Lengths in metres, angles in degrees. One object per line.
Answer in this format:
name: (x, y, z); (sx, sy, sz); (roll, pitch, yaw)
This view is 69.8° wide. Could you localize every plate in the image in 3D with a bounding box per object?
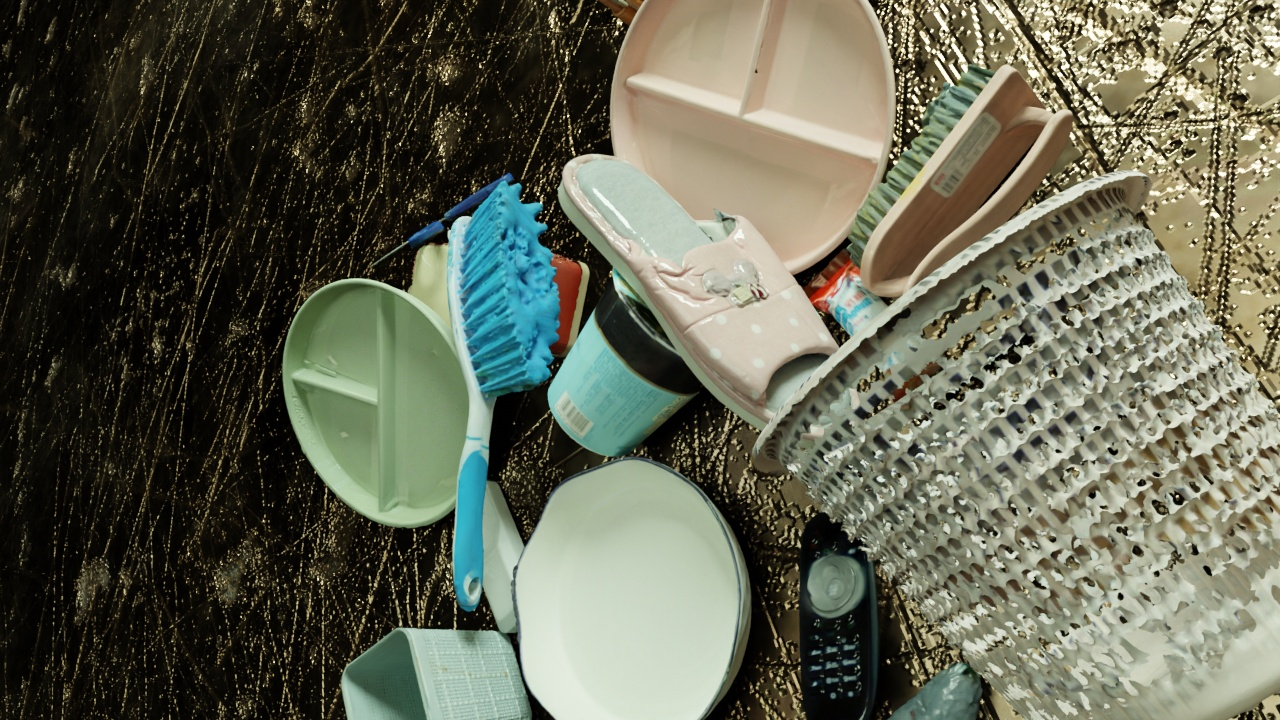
plate: (-0.006, 0.172, 0.655); (0.205, 0.045, 0.204); (-12, 71, 39)
plate: (0.073, -0.168, 0.636); (0.230, 0.028, 0.230); (12, 110, 37)
plate: (-0.230, 0.039, 0.821); (0.230, 0.027, 0.230); (9, 110, 26)

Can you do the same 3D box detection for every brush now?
brush: (-0.112, 0.027, 0.702); (0.110, 0.060, 0.314); (-17, 74, 35)
brush: (0.184, -0.098, 0.546); (0.146, 0.063, 0.073); (-53, 47, 14)

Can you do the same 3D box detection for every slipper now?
slipper: (0.046, -0.055, 0.602); (0.274, 0.114, 0.055); (50, 135, 24)

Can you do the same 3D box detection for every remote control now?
remote control: (-0.120, 0.163, 0.766); (0.049, 0.024, 0.125); (-46, 53, 25)
remote control: (0.121, 0.156, 0.556); (0.053, 0.024, 0.136); (-23, 49, 39)

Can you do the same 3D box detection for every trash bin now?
trash bin: (0.196, 0.060, 0.421); (0.228, 0.227, 0.192); (-43, 68, 24)

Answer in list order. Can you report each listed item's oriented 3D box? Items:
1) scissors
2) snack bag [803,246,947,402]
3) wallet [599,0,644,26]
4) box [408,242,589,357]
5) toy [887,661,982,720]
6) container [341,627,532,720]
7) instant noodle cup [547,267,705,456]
scissors: (-0.188, -0.128, 0.857); (0.162, 0.012, 0.176); (-34, 16, -3)
snack bag: (0.148, -0.023, 0.587); (0.048, 0.026, 0.104); (-50, 53, 29)
wallet: (0.010, -0.309, 0.703); (0.031, 0.131, 0.108); (21, 94, 45)
box: (-0.134, -0.058, 0.798); (0.169, 0.076, 0.091); (7, 84, 40)
toy: (0.079, 0.317, 0.529); (0.357, 0.091, 0.137); (-51, 25, 17)
container: (-0.154, 0.263, 0.712); (0.090, 0.111, 0.090); (-39, 56, 26)
instant noodle cup: (-0.004, 0.004, 0.664); (0.121, 0.111, 0.111); (-51, 52, 29)
